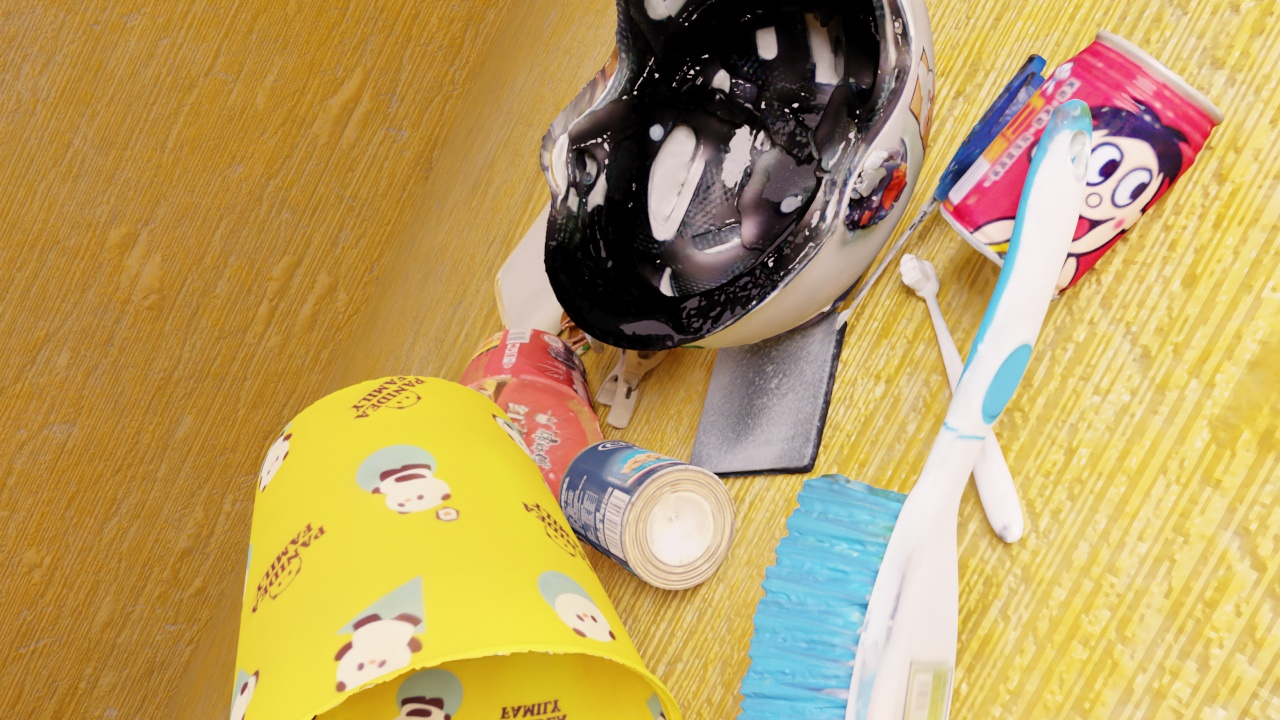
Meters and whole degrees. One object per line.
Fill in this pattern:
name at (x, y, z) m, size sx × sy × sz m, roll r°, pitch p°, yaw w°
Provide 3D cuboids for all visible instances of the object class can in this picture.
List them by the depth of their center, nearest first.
can at (0.182, -0.080, 0.384) m, size 0.094 × 0.066 × 0.066 m, roll -53°, pitch 26°, yaw 25°
can at (0.002, 0.094, 0.577) m, size 0.111 × 0.075 × 0.075 m, roll 8°, pitch 74°, yaw 65°

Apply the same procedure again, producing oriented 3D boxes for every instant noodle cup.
instant noodle cup at (-0.098, 0.043, 0.776) m, size 0.138 × 0.138 × 0.108 m, roll -53°, pitch 19°, yaw 24°

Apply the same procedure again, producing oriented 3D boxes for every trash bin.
trash bin at (-0.127, 0.154, 0.540) m, size 0.230 × 0.229 × 0.255 m, roll -56°, pitch 35°, yaw 18°

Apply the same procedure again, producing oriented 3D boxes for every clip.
clip at (-0.005, 0.002, 0.745) m, size 0.100 × 0.034 × 0.071 m, roll -68°, pitch 22°, yaw 14°

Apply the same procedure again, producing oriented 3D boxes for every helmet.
helmet at (0.070, -0.124, 0.541) m, size 0.230 × 0.156 × 0.274 m, roll 11°, pitch 86°, yaw 42°

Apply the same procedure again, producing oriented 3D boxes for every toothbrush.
toothbrush at (0.147, 0.009, 0.431) m, size 0.016 × 0.016 × 0.179 m, roll -49°, pitch 28°, yaw 36°

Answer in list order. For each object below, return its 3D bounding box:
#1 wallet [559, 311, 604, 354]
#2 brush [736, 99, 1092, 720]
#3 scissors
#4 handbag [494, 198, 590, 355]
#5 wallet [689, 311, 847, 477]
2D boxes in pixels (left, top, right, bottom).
wallet at (-0.001, -0.062, 0.711) m, size 0.131 × 0.035 × 0.118 m, roll -27°, pitch 26°, yaw 14°
brush at (0.109, 0.055, 0.371) m, size 0.110 × 0.060 × 0.314 m, roll 2°, pitch 79°, yaw 58°
scissors at (0.159, -0.091, 0.476) m, size 0.164 × 0.012 × 0.163 m, roll -53°, pitch -4°, yaw -18°
handbag at (-0.079, -0.067, 0.949) m, size 0.164 × 0.063 × 0.178 m, roll -47°, pitch 44°, yaw 36°
wallet at (0.076, 0.025, 0.566) m, size 0.121 × 0.019 × 0.097 m, roll -16°, pitch 54°, yaw 58°
